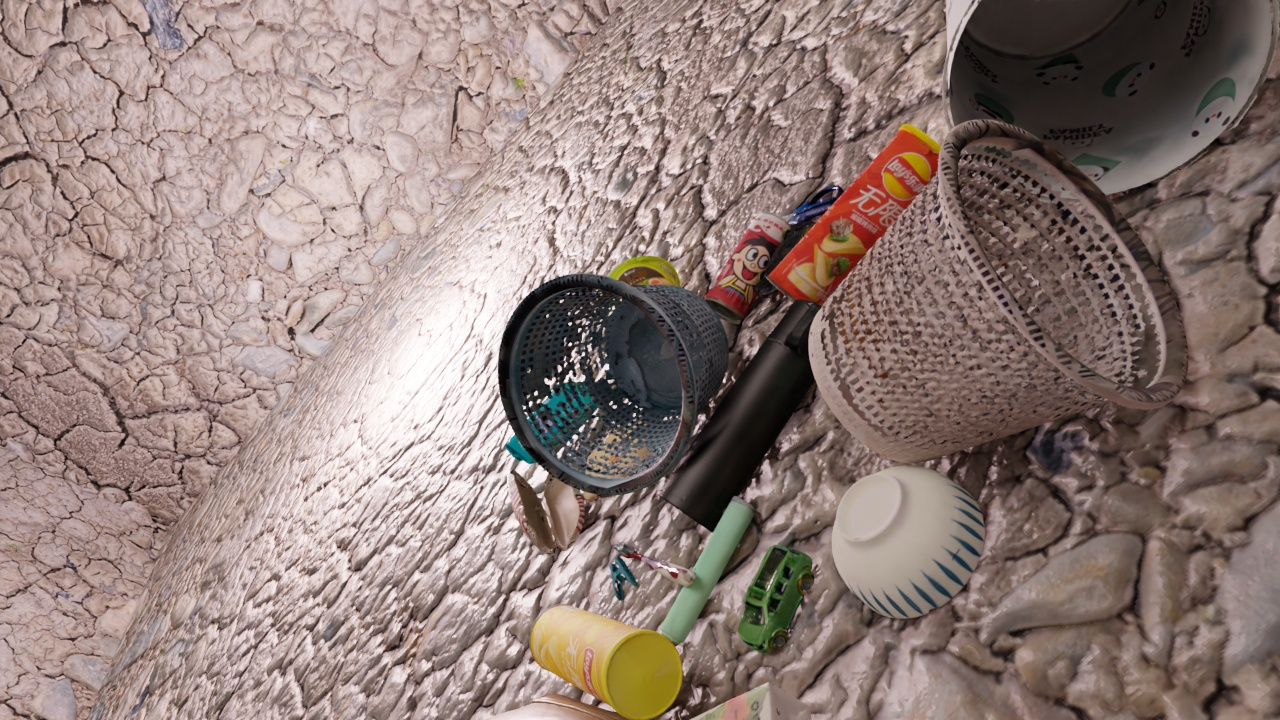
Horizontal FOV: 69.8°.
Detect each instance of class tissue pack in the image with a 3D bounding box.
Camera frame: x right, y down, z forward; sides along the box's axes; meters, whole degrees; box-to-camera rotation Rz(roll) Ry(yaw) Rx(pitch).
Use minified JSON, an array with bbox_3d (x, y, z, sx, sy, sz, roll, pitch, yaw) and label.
[{"bbox_3d":[-0.112,0.079,1.218,0.133,0.050,0.093,-47,-11,8],"label":"tissue pack"}]

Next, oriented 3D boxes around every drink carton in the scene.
[{"bbox_3d":[0.069,0.294,0.695,0.123,0.053,0.045,-38,30,28],"label":"drink carton"}]

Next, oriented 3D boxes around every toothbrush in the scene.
[{"bbox_3d":[0.044,0.228,0.850,0.224,0.026,0.027,-59,27,-13],"label":"toothbrush"},{"bbox_3d":[0.011,0.200,0.913,0.016,0.017,0.188,-58,16,-13],"label":"toothbrush"}]

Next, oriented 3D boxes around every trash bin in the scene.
[{"bbox_3d":[0.238,-0.028,0.674,0.193,0.227,0.226,-43,25,46],"label":"trash bin"},{"bbox_3d":[0.365,-0.297,0.781,0.230,0.229,0.251,-34,26,33],"label":"trash bin"},{"bbox_3d":[-0.006,0.006,0.984,0.227,0.226,0.194,-35,-5,31],"label":"trash bin"}]

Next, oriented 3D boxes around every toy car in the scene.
[{"bbox_3d":[0.172,-0.115,1.066,0.106,0.031,0.049,-57,26,-12],"label":"toy car"},{"bbox_3d":[0.111,0.199,0.769,0.043,0.036,0.091,0,60,57],"label":"toy car"}]

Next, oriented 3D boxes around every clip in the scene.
[{"bbox_3d":[-0.020,0.228,0.969,0.039,0.014,0.056,-47,28,10],"label":"clip"}]

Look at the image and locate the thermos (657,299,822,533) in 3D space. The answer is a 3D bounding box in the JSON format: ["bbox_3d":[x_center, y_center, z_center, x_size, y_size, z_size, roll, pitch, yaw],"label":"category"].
[{"bbox_3d":[0.108,0.048,0.903,0.068,0.090,0.242,32,84,22],"label":"thermos"}]

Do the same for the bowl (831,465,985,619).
[{"bbox_3d":[0.190,0.127,0.692,0.117,0.066,0.116,-38,29,26],"label":"bowl"}]

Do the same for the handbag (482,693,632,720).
[{"bbox_3d":[-0.076,0.353,0.784,0.147,0.100,0.205,-14,1,-36],"label":"handbag"}]

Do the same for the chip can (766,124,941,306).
[{"bbox_3d":[0.229,-0.144,0.965,0.217,0.073,0.073,-47,26,9],"label":"chip can"}]

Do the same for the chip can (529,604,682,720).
[{"bbox_3d":[-0.039,0.269,0.839,0.072,0.072,0.214,-61,17,-18],"label":"chip can"}]

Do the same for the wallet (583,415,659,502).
[{"bbox_3d":[-0.024,0.112,1.111,0.115,0.024,0.087,-39,28,28],"label":"wallet"}]

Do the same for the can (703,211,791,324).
[{"bbox_3d":[0.131,-0.112,1.105,0.132,0.053,0.053,-58,26,-11],"label":"can"}]

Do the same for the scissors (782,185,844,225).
[{"bbox_3d":[0.190,-0.185,1.150,0.108,0.012,0.175,-55,25,-1],"label":"scissors"}]

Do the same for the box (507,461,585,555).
[{"bbox_3d":[-0.108,0.173,1.126,0.088,0.076,0.162,-34,24,-3],"label":"box"}]

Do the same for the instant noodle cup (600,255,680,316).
[{"bbox_3d":[0.017,-0.059,1.177,0.112,0.111,0.123,-46,35,13],"label":"instant noodle cup"}]
